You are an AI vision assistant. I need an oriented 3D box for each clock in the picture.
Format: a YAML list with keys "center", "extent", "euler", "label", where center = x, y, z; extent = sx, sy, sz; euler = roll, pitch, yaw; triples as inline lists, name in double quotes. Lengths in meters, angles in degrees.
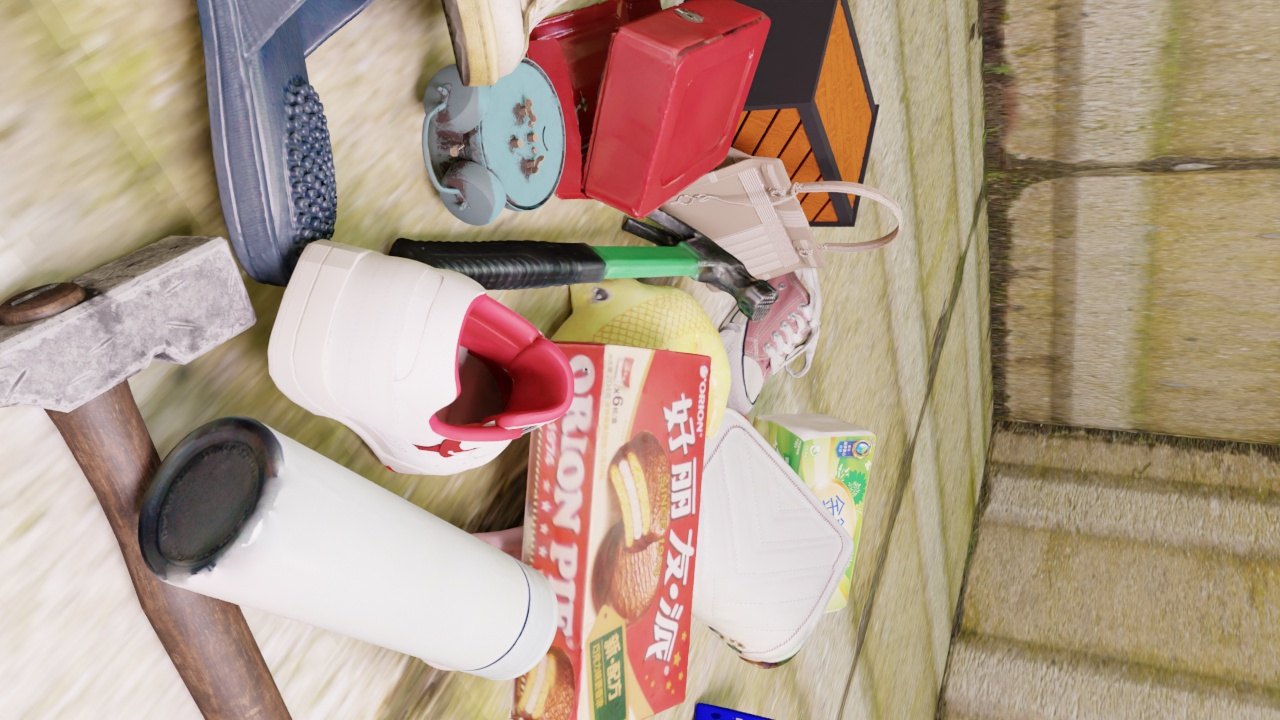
- center: [-0.090, -0.128, 0.535]
  extent: [0.124, 0.053, 0.090]
  euler: [-35, 124, -56]
  label: "clock"

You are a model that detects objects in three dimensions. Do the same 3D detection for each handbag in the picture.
- center: [0.072, 0.150, 0.776]
  extent: [0.198, 0.096, 0.141]
  euler: [48, 63, -22]
  label: "handbag"
- center: [0.126, -0.125, 0.794]
  extent: [0.175, 0.198, 0.062]
  euler: [48, 53, -55]
  label: "handbag"

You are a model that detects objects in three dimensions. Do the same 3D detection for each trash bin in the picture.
- center: [0.120, -0.227, 0.829]
  extent: [0.172, 0.140, 0.139]
  euler: [48, 52, -54]
  label: "trash bin"

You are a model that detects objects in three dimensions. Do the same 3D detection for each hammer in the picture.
- center: [-0.032, -0.066, 0.620]
  extent: [0.317, 0.130, 0.032]
  euler: [-10, 137, -52]
  label: "hammer"
- center: [-0.209, 0.125, 0.366]
  extent: [0.217, 0.037, 0.301]
  euler: [-48, 136, -50]
  label: "hammer"

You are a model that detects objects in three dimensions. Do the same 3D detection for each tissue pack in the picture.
- center: [0.143, 0.146, 0.945]
  extent: [0.120, 0.141, 0.198]
  euler: [9, 97, -34]
  label: "tissue pack"

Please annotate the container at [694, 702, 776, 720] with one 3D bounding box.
- center: [0.094, 0.421, 0.945]
  extent: [0.085, 0.085, 0.113]
  euler: [42, 56, -55]
  label: "container"

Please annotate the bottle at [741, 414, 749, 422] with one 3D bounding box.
- center: [0.075, 0.116, 0.885]
  extent: [0.062, 0.062, 0.137]
  euler: [53, 48, -52]
  label: "bottle"

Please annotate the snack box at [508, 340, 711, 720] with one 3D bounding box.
- center: [-0.016, 0.108, 0.585]
  extent: [0.113, 0.060, 0.236]
  euler: [6, 88, -52]
  label: "snack box"

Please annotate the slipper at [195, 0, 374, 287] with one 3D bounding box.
- center: [-0.133, -0.161, 0.381]
  extent: [0.101, 0.082, 0.264]
  euler: [-100, -169, -76]
  label: "slipper"

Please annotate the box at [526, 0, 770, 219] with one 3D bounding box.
- center: [0.015, -0.185, 0.656]
  extent: [0.156, 0.127, 0.137]
  euler: [-47, 139, -50]
  label: "box"

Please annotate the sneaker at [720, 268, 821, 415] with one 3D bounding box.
- center: [0.146, -0.038, 0.969]
  extent: [0.240, 0.088, 0.118]
  euler: [-66, 147, -35]
  label: "sneaker"

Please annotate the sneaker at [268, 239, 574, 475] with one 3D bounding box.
- center: [-0.082, 0.015, 0.471]
  extent: [0.237, 0.104, 0.090]
  euler: [69, 33, -70]
  label: "sneaker"

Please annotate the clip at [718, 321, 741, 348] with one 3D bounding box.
- center: [0.041, -0.015, 0.810]
  extent: [0.054, 0.102, 0.043]
  euler: [45, 37, 2]
  label: "clip"

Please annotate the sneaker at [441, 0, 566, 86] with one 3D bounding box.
- center: [-0.044, -0.221, 0.488]
  extent: [0.241, 0.102, 0.089]
  euler: [-87, 175, -45]
  label: "sneaker"

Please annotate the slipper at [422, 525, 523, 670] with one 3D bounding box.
- center: [-0.071, 0.161, 0.616]
  extent: [0.221, 0.056, 0.106]
  euler: [27, 69, -58]
  label: "slipper"

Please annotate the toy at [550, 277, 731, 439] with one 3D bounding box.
- center: [-0.004, 0.004, 0.683]
  extent: [0.170, 0.065, 0.155]
  euler: [-25, 91, -39]
  label: "toy"

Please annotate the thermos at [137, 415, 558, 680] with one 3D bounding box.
- center: [-0.116, 0.098, 0.427]
  extent: [0.230, 0.068, 0.067]
  euler: [48, 52, -54]
  label: "thermos"
